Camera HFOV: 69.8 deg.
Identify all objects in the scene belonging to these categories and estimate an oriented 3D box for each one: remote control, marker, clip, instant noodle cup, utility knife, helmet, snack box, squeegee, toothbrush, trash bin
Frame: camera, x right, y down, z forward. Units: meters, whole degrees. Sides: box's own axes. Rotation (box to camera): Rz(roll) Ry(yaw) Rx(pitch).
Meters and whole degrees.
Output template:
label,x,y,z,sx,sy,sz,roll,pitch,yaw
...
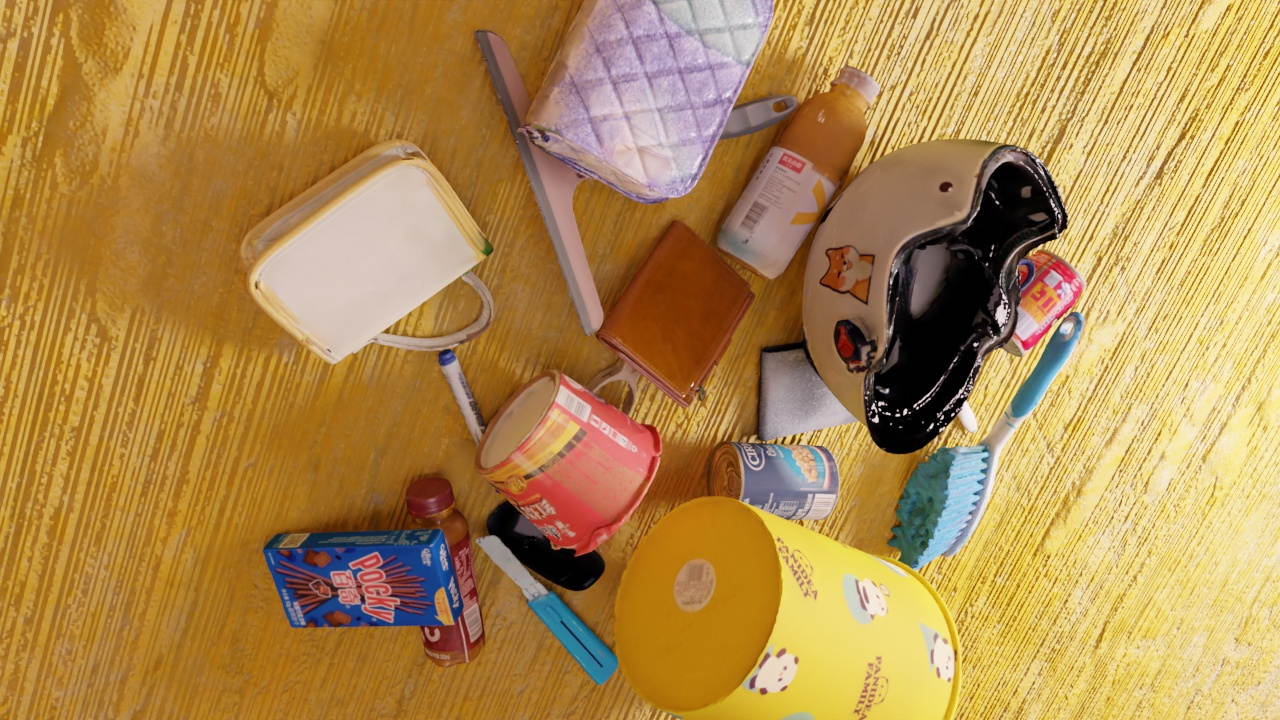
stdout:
label,x,y,z,sx,sy,sz,roll,pitch,yaw
remote control,-0.087,0.181,0.874,0.053,0.024,0.136,-47,117,5
marker,-0.145,0.055,0.809,0.017,0.017,0.146,-23,116,-9
clip,-0.009,0.002,0.829,0.071,0.034,0.100,24,109,-26
instant noodle cup,-0.066,0.079,0.785,0.108,0.138,0.138,42,93,-21
utility knife,-0.088,0.242,0.891,0.034,0.018,0.238,-35,122,-2
helmet,0.230,-0.071,0.806,0.229,0.157,0.275,-10,126,-41
snack box,-0.237,0.188,0.787,0.157,0.026,0.085,-4,114,11
squeegee,0.019,-0.178,0.762,0.249,0.040,0.248,-22,99,-16
toothbrush,0.317,0.013,0.952,0.016,0.016,0.180,-35,118,-1
trash bin,0.126,0.252,0.837,0.255,0.229,0.230,32,98,-37

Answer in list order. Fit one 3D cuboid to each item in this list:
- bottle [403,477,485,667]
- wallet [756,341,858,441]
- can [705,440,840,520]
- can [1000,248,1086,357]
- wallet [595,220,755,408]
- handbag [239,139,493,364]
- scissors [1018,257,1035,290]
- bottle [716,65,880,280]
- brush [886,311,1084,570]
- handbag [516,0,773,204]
label,x,y,z,sx,sy,sz,roll,pitch,yaw
bottle,-0.178,0.190,0.827,0.057,0.057,0.175,-10,113,-15
wallet,0.171,0.026,0.907,0.120,0.019,0.097,-9,115,-17
can,0.130,0.118,0.895,0.111,0.075,0.075,5,109,-21
can,0.389,-0.058,0.920,0.094,0.066,0.066,-47,117,3
wallet,0.040,-0.036,0.792,0.119,0.035,0.130,41,66,-19
handbag,-0.200,-0.067,0.727,0.163,0.063,0.179,-36,132,-3
scissors,0.300,-0.081,0.895,0.162,0.012,0.164,0,93,5
bottle,0.139,-0.162,0.793,0.068,0.068,0.189,28,99,-26
brush,0.355,0.089,0.953,0.109,0.060,0.315,-3,123,-25
handbag,0.007,-0.222,0.696,0.134,0.076,0.193,28,82,-20
